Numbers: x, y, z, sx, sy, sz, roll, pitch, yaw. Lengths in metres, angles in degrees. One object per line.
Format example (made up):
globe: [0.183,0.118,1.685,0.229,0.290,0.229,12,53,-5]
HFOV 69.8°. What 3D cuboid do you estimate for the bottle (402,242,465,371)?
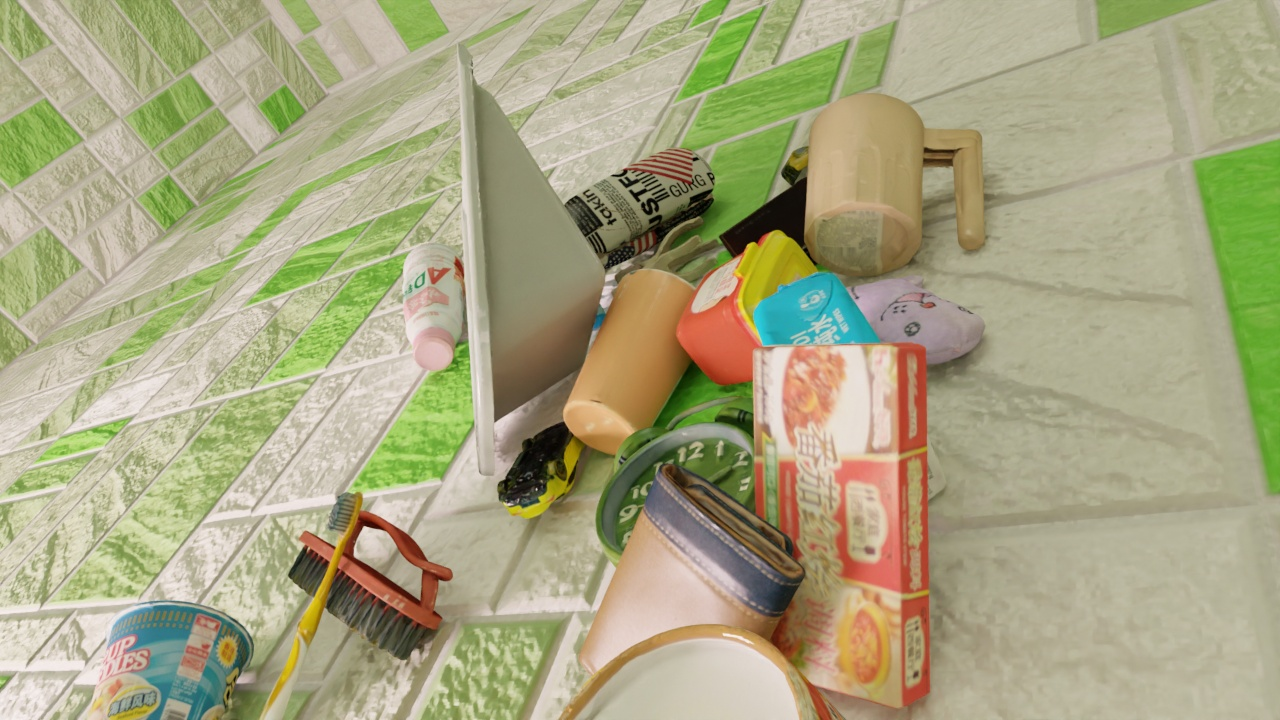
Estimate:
bottle: [-0.218,-0.056,0.964,0.068,0.068,0.196,-29,33,7]

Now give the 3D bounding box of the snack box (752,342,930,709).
snack box: [0.088,0.069,0.409,0.075,0.153,0.025,1,2,45]

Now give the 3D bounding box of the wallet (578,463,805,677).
wallet: [0.020,0.118,0.427,0.090,0.033,0.115,35,109,38]

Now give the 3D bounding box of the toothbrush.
toothbrush: [-0.217,0.174,0.584,0.016,0.018,0.191,9,77,50]

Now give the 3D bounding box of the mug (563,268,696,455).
mug: [-0.004,0.004,0.660,0.078,0.078,0.122,-6,45,39]

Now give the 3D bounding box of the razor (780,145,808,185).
razor: [0.188,-0.186,0.804,0.133,0.028,0.043,-5,36,38]

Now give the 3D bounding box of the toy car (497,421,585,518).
toy car: [-0.065,0.076,0.650,0.048,0.032,0.105,-23,19,19]

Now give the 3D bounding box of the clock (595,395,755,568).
clock: [0.033,0.078,0.524,0.116,0.056,0.160,-19,32,22]

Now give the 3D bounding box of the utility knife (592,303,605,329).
utility knife: [-0.075,-0.087,0.874,0.034,0.018,0.191,-36,43,6]

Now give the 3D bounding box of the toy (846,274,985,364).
toy: [0.167,-0.026,0.570,0.083,0.039,0.108,-16,24,-15]

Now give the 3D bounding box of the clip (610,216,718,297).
clip: [0.021,-0.078,0.795,0.105,0.035,0.082,-34,28,9]

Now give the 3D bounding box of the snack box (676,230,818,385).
snack box: [0.075,-0.033,0.629,0.080,0.082,0.091,-19,30,42]

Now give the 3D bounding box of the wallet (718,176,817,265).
wallet: [0.120,-0.106,0.756,0.096,0.020,0.122,-30,27,6]

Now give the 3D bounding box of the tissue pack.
tissue pack: [0.109,0.019,0.503,0.063,0.090,0.139,-27,30,10]

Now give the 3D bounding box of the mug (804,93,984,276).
mug: [0.180,-0.122,0.652,0.125,0.084,0.103,5,57,10]

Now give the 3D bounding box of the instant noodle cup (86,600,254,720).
instant noodle cup: [-0.319,0.233,0.608,0.099,0.099,0.109,-25,37,14]

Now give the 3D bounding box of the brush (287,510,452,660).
brush: [-0.177,0.146,0.620,0.146,0.063,0.069,11,64,50]

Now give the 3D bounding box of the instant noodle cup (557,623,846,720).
instant noodle cup: [0.032,0.171,0.331,0.138,0.110,0.137,-25,29,15]

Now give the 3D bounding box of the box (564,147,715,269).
box: [-0.001,-0.129,0.854,0.162,0.088,0.076,-34,70,-29]

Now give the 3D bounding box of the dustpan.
dustpan: [-0.128,-0.054,0.700,0.142,0.257,0.223,-32,-15,-21]
